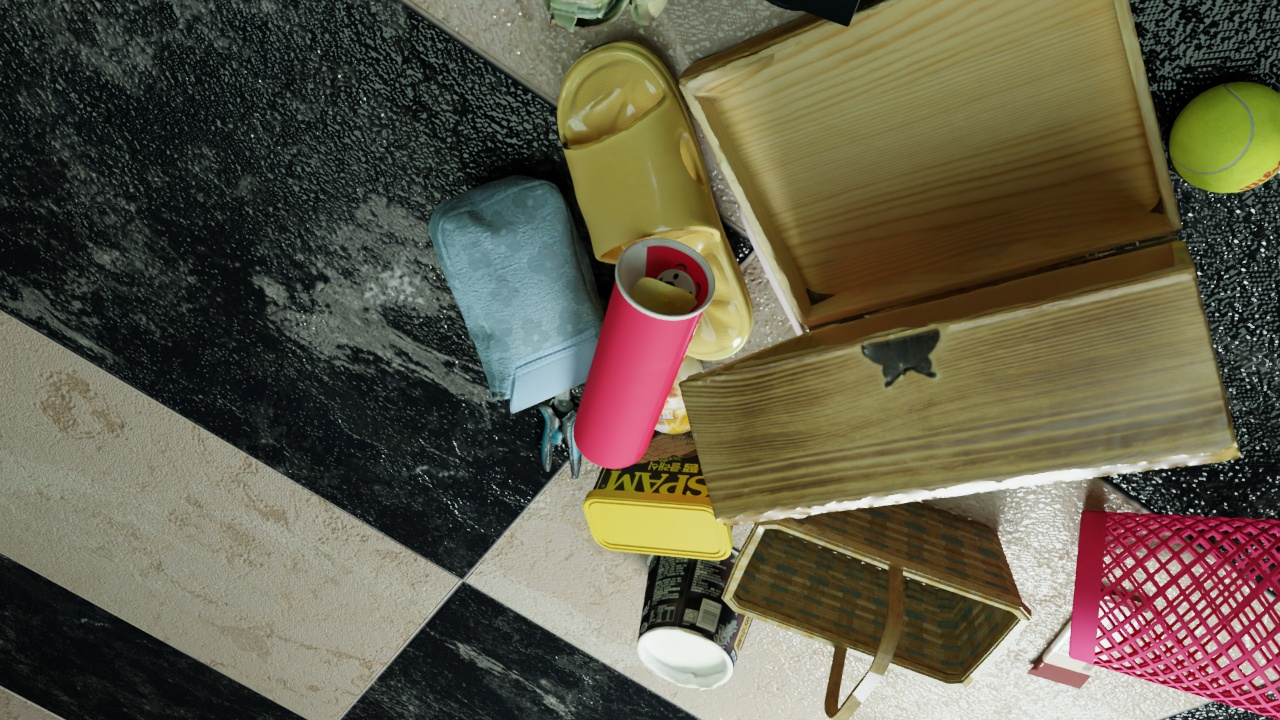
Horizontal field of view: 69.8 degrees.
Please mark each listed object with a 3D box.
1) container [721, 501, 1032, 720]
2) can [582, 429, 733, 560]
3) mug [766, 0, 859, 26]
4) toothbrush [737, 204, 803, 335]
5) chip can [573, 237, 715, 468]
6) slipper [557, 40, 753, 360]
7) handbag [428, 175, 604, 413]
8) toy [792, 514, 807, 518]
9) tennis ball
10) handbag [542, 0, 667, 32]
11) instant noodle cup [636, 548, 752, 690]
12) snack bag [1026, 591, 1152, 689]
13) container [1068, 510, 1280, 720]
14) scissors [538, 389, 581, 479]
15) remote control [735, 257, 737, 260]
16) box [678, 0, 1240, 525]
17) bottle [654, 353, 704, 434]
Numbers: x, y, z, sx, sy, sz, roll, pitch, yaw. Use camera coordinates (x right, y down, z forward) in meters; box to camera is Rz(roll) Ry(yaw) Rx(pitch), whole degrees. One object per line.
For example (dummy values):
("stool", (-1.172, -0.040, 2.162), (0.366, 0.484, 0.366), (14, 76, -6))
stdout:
("container", (0.207, 0.225, 0.839), (0.250, 0.185, 0.158), (19, 133, 4))
("can", (0.028, 0.122, 0.874), (0.135, 0.104, 0.075), (1, 129, 20))
("mug", (0.092, -0.246, 0.543), (0.094, 0.085, 0.122), (22, 172, 5))
("toothbrush", (0.113, -0.053, 0.752), (0.018, 0.015, 0.181), (-7, 127, 33))
("chip can", (-0.004, 0.004, 0.711), (0.069, 0.069, 0.221), (22, 144, 2))
("slipper", (0.008, -0.100, 0.687), (0.100, 0.078, 0.263), (-10, 123, 31))
("handbag", (-0.100, -0.058, 0.769), (0.121, 0.118, 0.192), (-26, 113, -10))
("toy", (0.136, 0.079, 0.804), (0.092, 0.115, 0.046), (-26, 155, 33))
("tennis ball", (0.357, -0.134, 0.554), (0.065, 0.065, 0.065), (11, 132, 12))
("handbag", (-0.007, -0.287, 0.533), (0.117, 0.113, 0.187), (9, 131, 4))
("instant noodle cup", (0.058, 0.278, 0.993), (0.137, 0.112, 0.137), (11, 131, 12))
("snack bag", (0.444, 0.280, 0.915), (0.057, 0.013, 0.158), (14, 133, 6))
("container", (0.475, 0.200, 0.739), (0.226, 0.182, 0.183), (5, 131, 27))
("scissors", (-0.085, 0.067, 0.929), (0.141, 0.019, 0.128), (-30, 113, 35))
("remote control", (0.033, -0.123, 0.722), (0.032, 0.015, 0.136), (-18, 118, 32))
("box", (0.188, -0.094, 0.596), (0.280, 0.281, 0.315), (-16, 90, 31))
("bottle", (0.024, 0.011, 0.809), (0.063, 0.063, 0.108), (-2, 126, 22))
